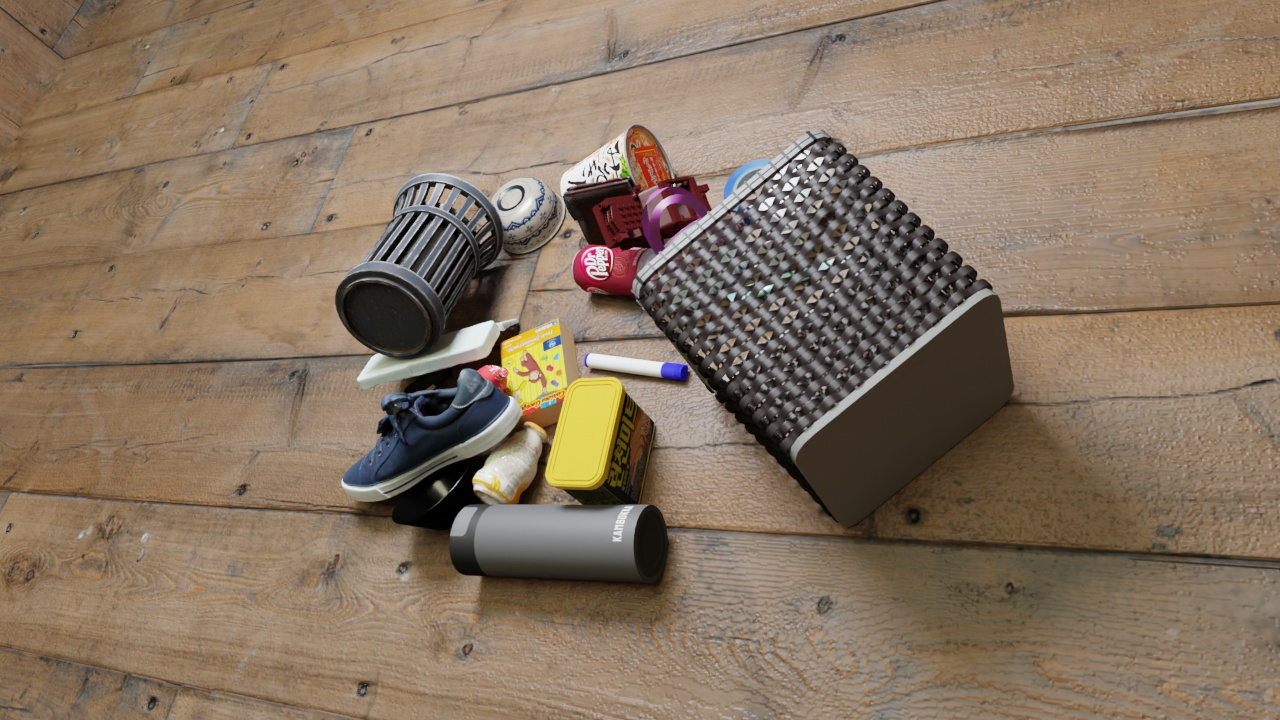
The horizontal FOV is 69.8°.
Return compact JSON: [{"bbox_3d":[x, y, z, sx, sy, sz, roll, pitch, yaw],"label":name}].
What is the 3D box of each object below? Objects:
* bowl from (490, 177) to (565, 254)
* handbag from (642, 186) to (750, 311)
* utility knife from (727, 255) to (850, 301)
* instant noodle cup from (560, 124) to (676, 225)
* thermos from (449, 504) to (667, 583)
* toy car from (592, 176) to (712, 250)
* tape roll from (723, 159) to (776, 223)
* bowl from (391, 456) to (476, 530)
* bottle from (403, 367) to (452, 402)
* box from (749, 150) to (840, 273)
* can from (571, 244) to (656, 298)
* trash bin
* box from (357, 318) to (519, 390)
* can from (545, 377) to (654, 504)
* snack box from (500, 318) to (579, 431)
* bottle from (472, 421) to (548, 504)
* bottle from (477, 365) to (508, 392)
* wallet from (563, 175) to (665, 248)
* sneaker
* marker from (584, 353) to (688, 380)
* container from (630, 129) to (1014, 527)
[{"bbox_3d":[-0.174,-0.219,1.341,0.116,0.059,0.115,-14,55,21],"label":"bowl"},{"bbox_3d":[0.056,-0.140,1.092,0.144,0.170,0.068,-38,50,3],"label":"handbag"},{"bbox_3d":[0.185,-0.100,1.100,0.169,0.015,0.022,-18,53,14],"label":"utility knife"},{"bbox_3d":[-0.035,-0.239,1.247,0.122,0.123,0.123,-17,54,30],"label":"instant noodle cup"},{"bbox_3d":[-0.096,0.202,1.021,0.241,0.082,0.082,-4,59,27],"label":"thermos"},{"bbox_3d":[0.030,-0.184,1.135,0.062,0.169,0.070,-33,76,53],"label":"toy car"},{"bbox_3d":[0.153,-0.219,1.187,0.091,0.016,0.092,0,62,29],"label":"tape roll"},{"bbox_3d":[-0.240,0.170,1.129,0.124,0.052,0.123,-32,23,15],"label":"bowl"},{"bbox_3d":[-0.310,0.041,1.278,0.106,0.025,0.025,-36,50,4],"label":"bottle"},{"bbox_3d":[0.177,-0.172,1.105,0.092,0.081,0.161,37,82,19],"label":"box"},{"bbox_3d":[-0.029,-0.117,1.194,0.114,0.063,0.063,8,65,33],"label":"can"},{"bbox_3d":[-0.298,-0.124,1.236,0.164,0.164,0.226,-11,36,23],"label":"trash bin"},{"bbox_3d":[-0.274,-0.018,1.241,0.197,0.043,0.135,-13,19,19],"label":"box"},{"bbox_3d":[-0.041,0.100,1.041,0.073,0.101,0.130,-3,60,28],"label":"can"},{"bbox_3d":[-0.128,0.021,1.179,0.088,0.040,0.125,-22,53,16],"label":"snack box"},{"bbox_3d":[-0.155,0.126,1.115,0.063,0.063,0.108,13,56,34],"label":"bottle"},{"bbox_3d":[-0.199,0.033,1.168,0.142,0.042,0.041,-29,41,57],"label":"bottle"},{"bbox_3d":[-0.034,-0.184,1.203,0.099,0.120,0.031,-4,46,27],"label":"wallet"},{"bbox_3d":[-0.292,0.085,1.140,0.295,0.127,0.120,-27,23,30],"label":"sneaker"},{"bbox_3d":[-0.007,0.007,1.134,0.142,0.020,0.020,7,65,32],"label":"marker"},{"bbox_3d":[0.187,-0.021,0.902,0.245,0.247,0.243,-39,54,2],"label":"container"}]
